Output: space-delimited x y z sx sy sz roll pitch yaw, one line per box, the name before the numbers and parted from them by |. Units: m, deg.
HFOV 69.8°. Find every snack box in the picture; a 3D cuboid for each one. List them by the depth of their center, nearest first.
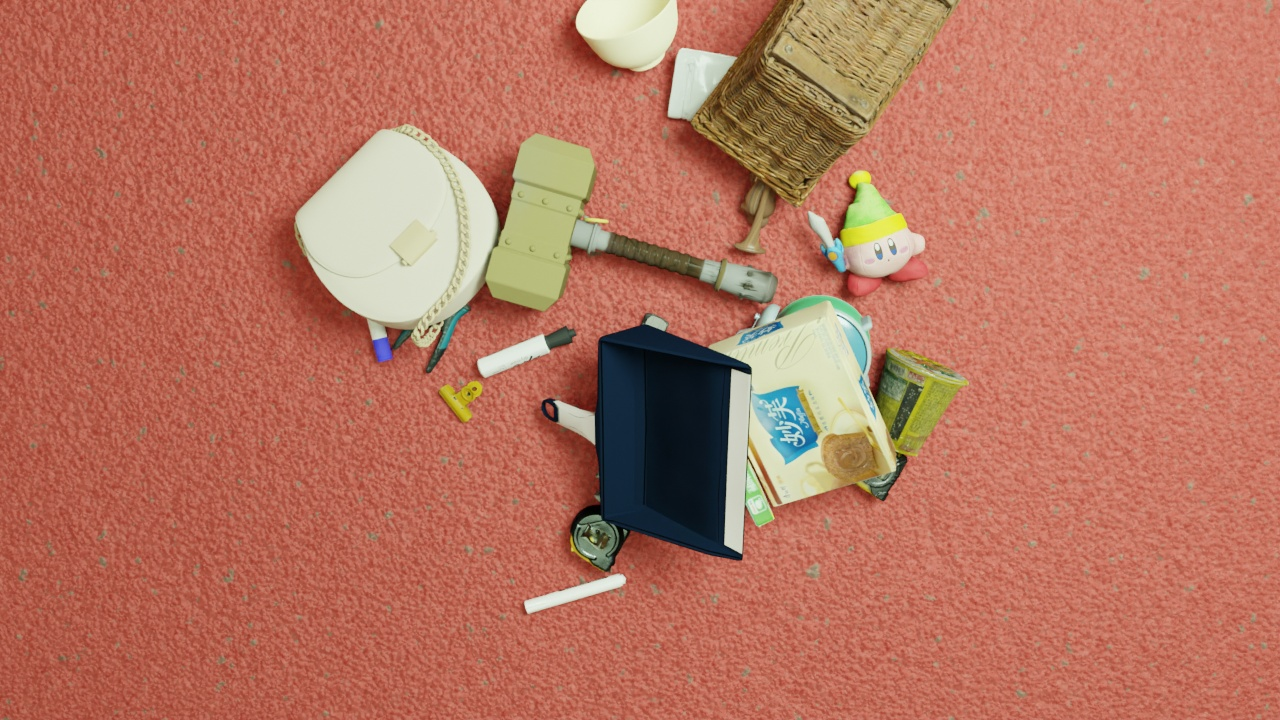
snack box | 0.186 0.055 1.059 0.153 0.055 0.207 -21 106 21
snack box | 0.105 0.101 1.086 0.027 0.132 0.168 -26 96 3

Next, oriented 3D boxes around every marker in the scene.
marker | -0.331 -0.069 1.126 0.020 0.020 0.141 -12 96 2
marker | -0.139 -0.012 1.129 0.126 0.025 0.025 -21 96 3
marker | -0.083 0.297 1.168 0.133 0.020 0.017 -17 100 2

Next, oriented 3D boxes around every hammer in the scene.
hammer | 0.002 -0.126 1.077 0.325 0.100 0.190 16 97 -3

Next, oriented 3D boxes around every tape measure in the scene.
tape measure | 0.290 0.130 1.135 0.062 0.038 0.067 31 97 -3
tape measure | -0.053 0.219 1.149 0.072 0.042 0.071 28 100 0

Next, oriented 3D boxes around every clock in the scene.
clock | 0.194 -0.014 1.102 0.162 0.075 0.122 2 108 11

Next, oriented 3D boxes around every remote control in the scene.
remote control | -0.007 0.007 1.136 0.033 0.013 0.136 26 98 -2

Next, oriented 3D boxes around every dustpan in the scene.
dustpan | -0.004 0.085 1.045 0.080 0.273 0.236 -17 117 -37

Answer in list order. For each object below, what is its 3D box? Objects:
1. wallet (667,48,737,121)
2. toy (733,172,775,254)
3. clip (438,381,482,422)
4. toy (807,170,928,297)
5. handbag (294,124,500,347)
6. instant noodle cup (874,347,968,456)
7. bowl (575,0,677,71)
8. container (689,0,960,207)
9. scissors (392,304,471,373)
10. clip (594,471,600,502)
wallet | 0.092 -0.320 1.088 0.116 0.032 0.086 12 106 -5
toy | 0.142 -0.184 1.092 0.041 0.054 0.102 11 119 -5
clip | -0.218 0.044 1.142 0.046 0.035 0.053 -35 94 23
toy | 0.268 -0.150 1.091 0.124 0.096 0.131 -16 115 8
handbag | -0.275 -0.146 1.075 0.208 0.103 0.210 43 85 4
instant noodle cup | 0.324 0.052 1.103 0.102 0.102 0.108 20 105 -2
bowl | -0.006 -0.377 1.053 0.118 0.118 0.074 -27 138 4
container | 0.205 -0.326 0.978 0.162 0.183 0.249 36 78 -6
scissors | -0.248 -0.051 1.128 0.149 0.019 0.122 -17 96 1
clip | 0.026 0.144 1.145 0.163 0.028 0.108 7 98 0
